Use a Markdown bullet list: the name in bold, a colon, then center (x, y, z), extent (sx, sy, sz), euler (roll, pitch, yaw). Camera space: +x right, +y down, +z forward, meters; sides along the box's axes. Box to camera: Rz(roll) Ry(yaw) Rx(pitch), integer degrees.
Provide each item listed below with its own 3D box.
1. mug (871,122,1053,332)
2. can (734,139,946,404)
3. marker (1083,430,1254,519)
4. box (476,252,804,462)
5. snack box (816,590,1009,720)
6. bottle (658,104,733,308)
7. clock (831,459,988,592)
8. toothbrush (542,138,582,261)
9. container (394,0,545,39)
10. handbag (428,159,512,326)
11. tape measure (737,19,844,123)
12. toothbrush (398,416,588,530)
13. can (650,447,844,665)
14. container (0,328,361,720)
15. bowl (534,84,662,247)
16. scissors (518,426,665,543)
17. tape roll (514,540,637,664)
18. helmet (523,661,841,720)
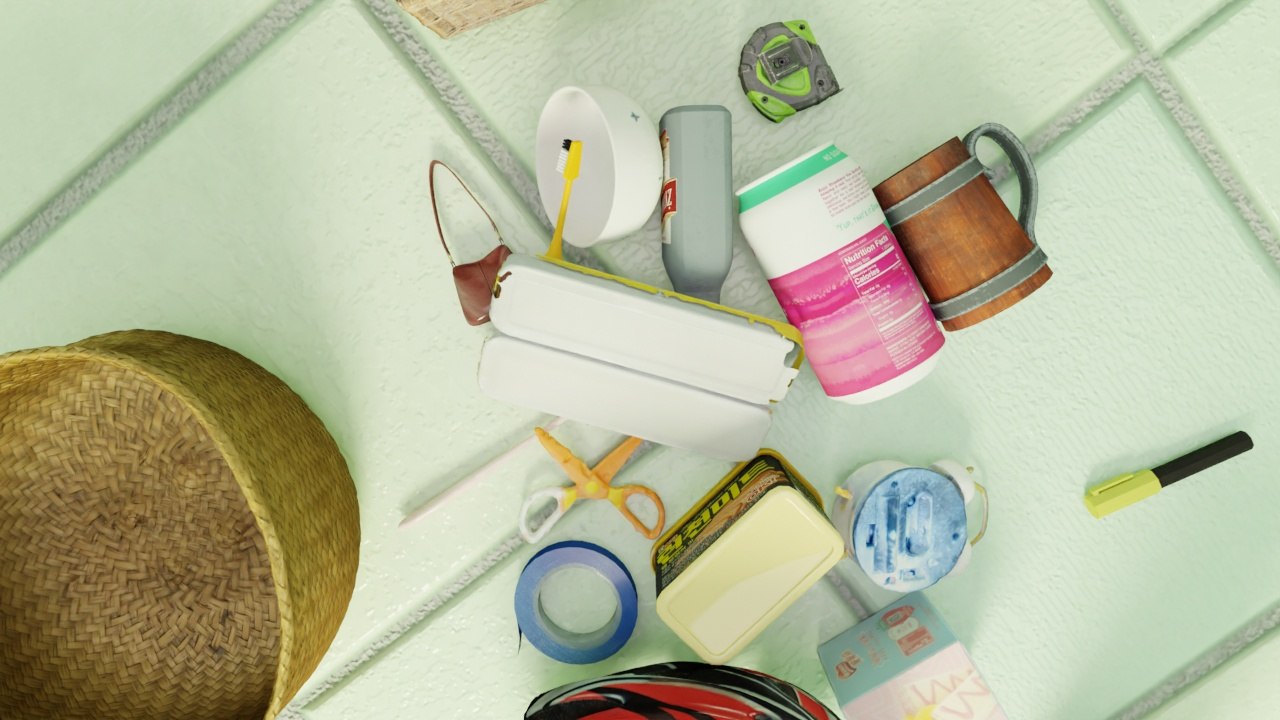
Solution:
- **mug**: center (0.229, -0.097, 0.629), extent (0.117, 0.081, 0.111), euler (-33, 93, -13)
- **can**: center (0.134, -0.058, 0.623), extent (0.088, 0.088, 0.166), euler (-28, 96, 4)
- **marker**: center (0.388, 0.082, 0.675), extent (0.124, 0.017, 0.021), euler (-24, 97, 2)
- **box**: center (-0.004, 0.004, 0.624), extent (0.209, 0.023, 0.127), euler (15, 127, -5)
- **snack box**: center (0.193, 0.235, 0.659), extent (0.095, 0.093, 0.079), euler (-32, 96, 4)
- **bottle**: center (0.038, -0.088, 0.629), extent (0.046, 0.072, 0.161), euler (-2, 98, -5)
- **clock**: center (0.198, 0.116, 0.660), extent (0.125, 0.052, 0.089), euler (-1, 97, -15)
- **toothbrush**: center (-0.062, -0.056, 0.627), extent (0.031, 0.031, 0.197), euler (32, 124, 27)
- **container**: center (-0.073, -0.295, 0.582), extent (0.198, 0.112, 0.114), euler (-18, 97, 3)
- **handbag**: center (-0.122, -0.088, 0.657), extent (0.055, 0.029, 0.119), euler (-25, 91, 1)
- **tape measure**: center (0.098, -0.200, 0.631), extent (0.059, 0.036, 0.065), euler (-31, 97, 5)
- **toothbrush**: center (-0.104, 0.079, 0.682), extent (0.181, 0.015, 0.018), euler (-33, 102, 4)
- **can**: center (0.071, 0.135, 0.643), extent (0.131, 0.101, 0.072), euler (-44, 95, 6)
- **container**: center (-0.341, 0.136, 0.603), extent (0.307, 0.196, 0.307), euler (0, 96, 1)
- **bowl**: center (-0.024, -0.131, 0.615), extent (0.054, 0.105, 0.105), euler (-13, 99, -34)
- **scissors**: center (-0.037, 0.095, 0.679), extent (0.128, 0.011, 0.125), euler (-43, 101, 4)
- **tape roll**: center (-0.048, 0.183, 0.694), extent (0.093, 0.016, 0.091), euler (3, 98, 0)
- **helmet**: center (0.038, 0.293, 0.617), extent (0.272, 0.166, 0.218), euler (-6, 142, 14)
